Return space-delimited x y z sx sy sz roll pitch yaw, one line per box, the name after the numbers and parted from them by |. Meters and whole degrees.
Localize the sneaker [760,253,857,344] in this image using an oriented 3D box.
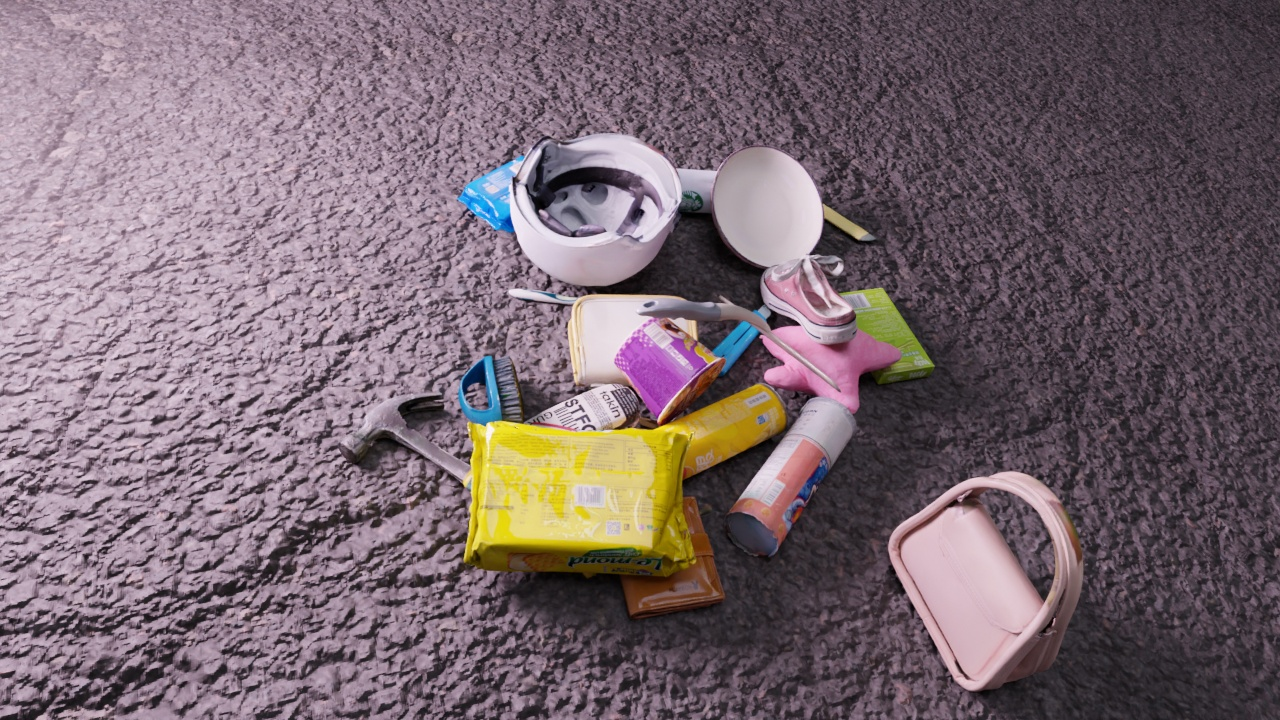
0.225 -0.102 1.235 0.118 0.088 0.241 -10 23 -7 | sneaker

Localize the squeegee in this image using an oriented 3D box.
0.094 -0.053 1.115 0.246 0.039 0.246 10 23 -40 | squeegee

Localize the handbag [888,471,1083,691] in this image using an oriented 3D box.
0.367 0.211 0.944 0.093 0.235 0.193 -12 53 -19 | handbag

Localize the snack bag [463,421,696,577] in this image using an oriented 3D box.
-0.065 0.142 0.966 0.246 0.068 0.157 2 67 -2 | snack bag

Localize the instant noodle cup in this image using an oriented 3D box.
0.029 0.006 1.100 0.099 0.112 0.111 44 54 15 | instant noodle cup

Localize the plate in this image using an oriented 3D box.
0.185 -0.226 1.378 0.192 0.039 0.192 4 80 -22 | plate

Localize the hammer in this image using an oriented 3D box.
-0.174 0.138 1.031 0.323 0.032 0.125 30 51 14 | hammer

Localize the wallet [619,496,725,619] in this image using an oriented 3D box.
0.031 0.214 1.011 0.119 0.035 0.130 -8 52 -11 | wallet

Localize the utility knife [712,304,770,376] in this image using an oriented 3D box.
0.136 -0.030 1.254 0.034 0.018 0.165 32 49 16 | utility knife

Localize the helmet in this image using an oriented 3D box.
-0.064 -0.194 1.270 0.229 0.146 0.257 24 44 8 | helmet

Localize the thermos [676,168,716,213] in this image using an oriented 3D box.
0.066 -0.259 1.407 0.224 0.073 0.073 2 49 -11 | thermos

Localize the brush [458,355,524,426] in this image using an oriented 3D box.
-0.177 0.040 1.080 0.073 0.055 0.143 -5 29 -11 | brush

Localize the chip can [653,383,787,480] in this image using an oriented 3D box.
0.074 0.093 1.096 0.212 0.072 0.072 -22 57 -28 | chip can

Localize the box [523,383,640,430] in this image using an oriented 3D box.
-0.078 0.075 1.078 0.164 0.065 0.074 -27 76 -19 | box

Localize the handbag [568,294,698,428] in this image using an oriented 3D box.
-0.007 0.007 1.173 0.163 0.063 0.178 0 64 -12 | handbag

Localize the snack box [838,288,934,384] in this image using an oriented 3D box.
0.339 -0.036 1.296 0.085 0.026 0.156 -9 51 -19 | snack box

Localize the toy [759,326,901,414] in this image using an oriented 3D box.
0.244 -0.010 1.224 0.179 0.075 0.194 24 46 26 | toy

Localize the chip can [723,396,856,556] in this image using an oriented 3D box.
0.179 0.133 1.083 0.071 0.071 0.214 32 50 16 | chip can

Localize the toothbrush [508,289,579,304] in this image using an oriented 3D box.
-0.084 -0.083 1.253 0.191 0.018 0.016 7 49 -6 | toothbrush

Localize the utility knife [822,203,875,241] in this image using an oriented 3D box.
0.310 -0.231 1.468 0.030 0.018 0.151 -30 63 -37 | utility knife

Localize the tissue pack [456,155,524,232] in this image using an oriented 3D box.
-0.184 -0.242 1.348 0.095 0.052 0.156 36 51 21 | tissue pack
